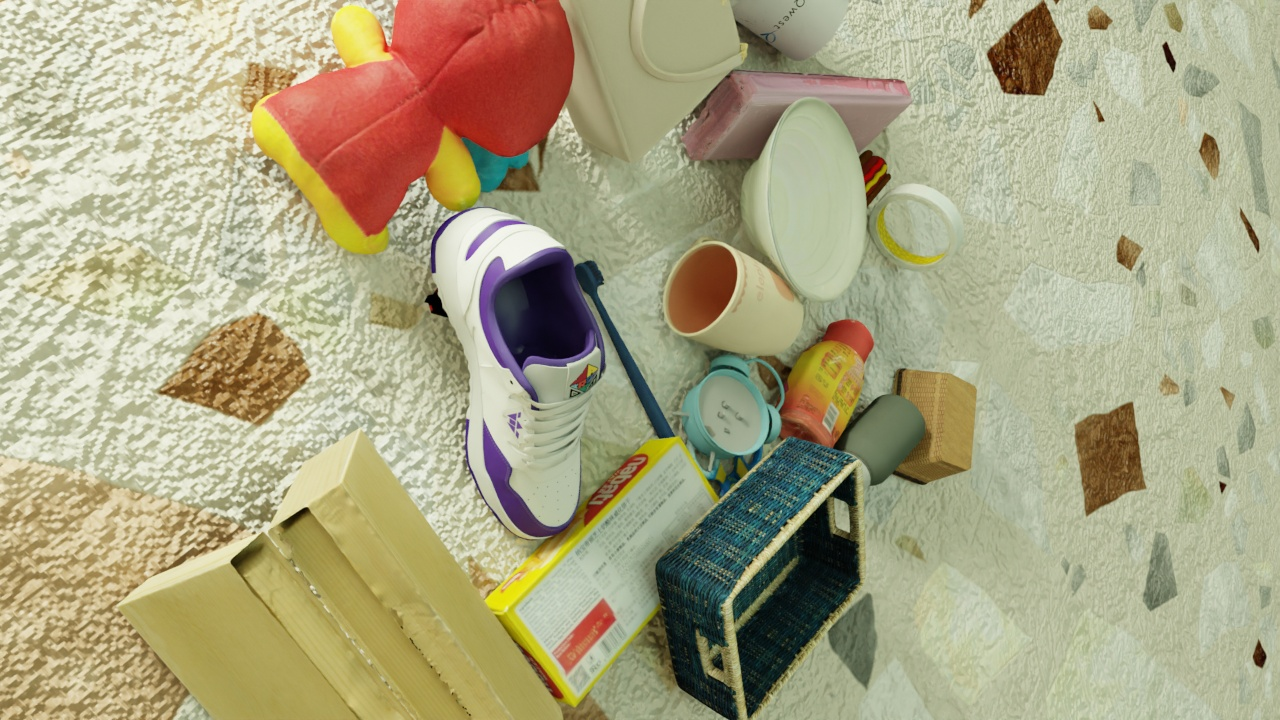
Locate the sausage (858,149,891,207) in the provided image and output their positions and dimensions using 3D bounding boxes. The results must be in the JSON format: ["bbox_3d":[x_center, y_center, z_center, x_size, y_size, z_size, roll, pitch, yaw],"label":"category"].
[{"bbox_3d":[0.203,-0.157,0.912,0.155,0.040,0.040,-47,110,-32],"label":"sausage"}]

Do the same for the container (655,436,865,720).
[{"bbox_3d":[0.101,0.170,0.731,0.186,0.071,0.145,-36,130,-36],"label":"container"}]

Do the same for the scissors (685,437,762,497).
[{"bbox_3d":[0.072,0.110,0.788,0.109,0.018,0.131,18,71,-30],"label":"scissors"}]

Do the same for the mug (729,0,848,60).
[{"bbox_3d":[0.144,-0.352,0.852,0.096,0.120,0.083,22,54,-31],"label":"mug"}]

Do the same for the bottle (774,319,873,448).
[{"bbox_3d":[0.174,0.020,0.855,0.071,0.049,0.134,46,59,-22],"label":"bottle"}]

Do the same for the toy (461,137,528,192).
[{"bbox_3d":[-0.116,-0.192,0.678,0.092,0.062,0.133,11,94,-19],"label":"toy"}]

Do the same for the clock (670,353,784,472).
[{"bbox_3d":[0.084,0.038,0.782,0.122,0.042,0.087,-34,91,-39],"label":"clock"}]

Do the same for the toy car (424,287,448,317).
[{"bbox_3d":[-0.108,-0.045,0.665,0.091,0.042,0.036,-11,96,-36],"label":"toy car"}]

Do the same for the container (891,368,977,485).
[{"bbox_3d":[0.296,0.065,0.928,0.063,0.061,0.113,22,70,-32],"label":"container"}]

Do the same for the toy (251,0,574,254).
[{"bbox_3d":[-0.136,-0.171,0.595,0.216,0.099,0.147,-38,112,-3],"label":"toy"}]

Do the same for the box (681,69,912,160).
[{"bbox_3d":[0.141,-0.246,0.856,0.232,0.099,0.080,-11,68,-35],"label":"box"}]

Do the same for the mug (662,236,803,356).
[{"bbox_3d":[0.081,-0.058,0.789,0.104,0.085,0.111,20,41,-41],"label":"mug"}]

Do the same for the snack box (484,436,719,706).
[{"bbox_3d":[-0.019,0.152,0.697,0.200,0.042,0.092,-42,107,-33],"label":"snack box"}]

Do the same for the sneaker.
[{"bbox_3d":[-0.064,0.019,0.615,0.091,0.111,0.244,-25,115,-32],"label":"sneaker"}]

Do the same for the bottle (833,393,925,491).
[{"bbox_3d":[0.221,0.081,0.872,0.108,0.060,0.060,-37,104,-34],"label":"bottle"}]

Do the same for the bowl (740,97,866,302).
[{"bbox_3d":[0.136,-0.138,0.814,0.176,0.058,0.176,0,90,-51],"label":"bowl"}]

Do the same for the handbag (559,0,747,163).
[{"bbox_3d":[0.019,-0.282,0.694,0.197,0.101,0.195,-41,141,-15],"label":"handbag"}]

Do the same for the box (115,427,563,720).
[{"bbox_3d":[-0.151,0.188,0.541,0.178,0.142,0.248,-39,105,-24],"label":"box"}]

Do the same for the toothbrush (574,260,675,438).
[{"bbox_3d":[-0.004,0.004,0.749,0.017,0.016,0.190,-36,103,-42],"label":"toothbrush"}]

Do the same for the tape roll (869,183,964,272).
[{"bbox_3d":[0.279,-0.133,0.928,0.019,0.094,0.094,-45,108,-33],"label":"tape roll"}]
